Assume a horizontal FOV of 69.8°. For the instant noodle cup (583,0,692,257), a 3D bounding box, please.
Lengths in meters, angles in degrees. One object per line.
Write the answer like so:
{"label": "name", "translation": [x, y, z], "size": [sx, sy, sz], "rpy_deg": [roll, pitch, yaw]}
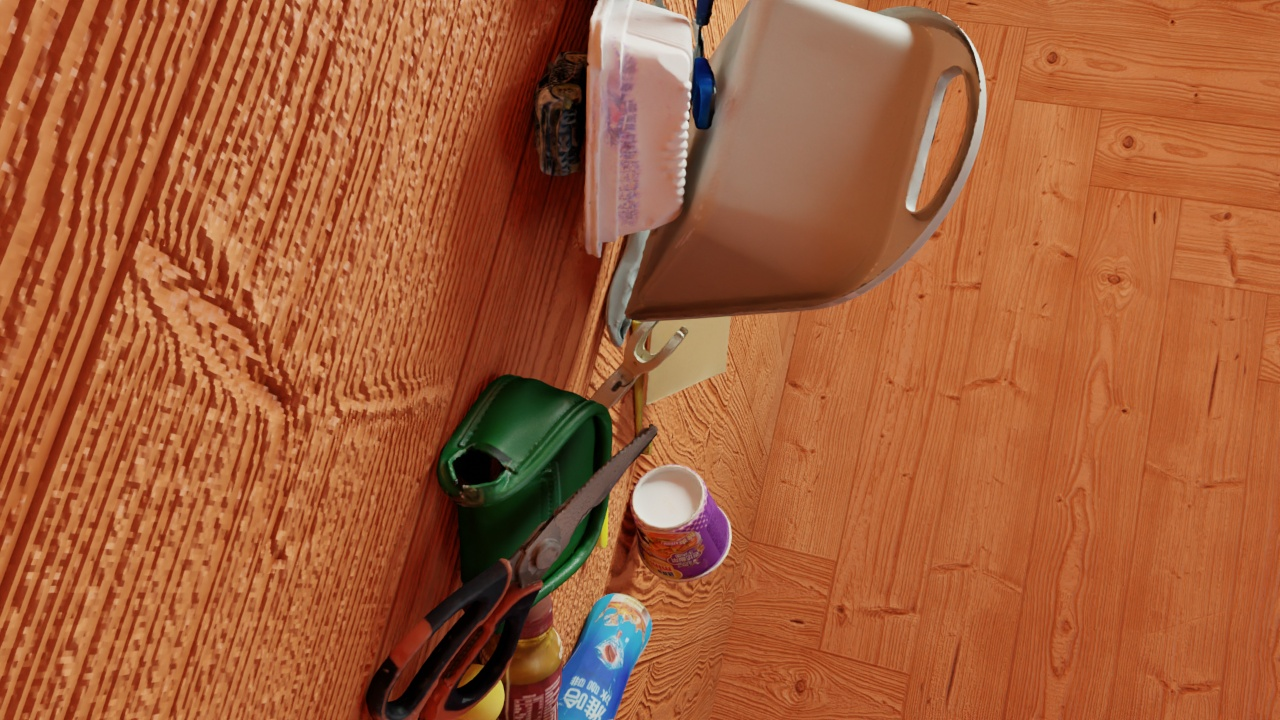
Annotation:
{"label": "instant noodle cup", "translation": [0.000, -0.154, 0.573], "size": [0.173, 0.060, 0.138], "rpy_deg": [-84, 177, -59]}

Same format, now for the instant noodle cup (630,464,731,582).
{"label": "instant noodle cup", "translation": [0.039, 0.175, 1.017], "size": [0.099, 0.112, 0.111], "rpy_deg": [68, 35, -50]}

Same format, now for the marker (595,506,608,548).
{"label": "marker", "translation": [-0.037, 0.119, 0.840], "size": [0.018, 0.015, 0.124], "rpy_deg": [-55, 151, -60]}

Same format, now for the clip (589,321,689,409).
{"label": "clip", "translation": [-0.003, 0.003, 0.766], "size": [0.101, 0.035, 0.076], "rpy_deg": [-51, 177, 19]}

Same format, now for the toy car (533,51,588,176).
{"label": "toy car", "translation": [-0.046, -0.145, 0.533], "size": [0.105, 0.031, 0.049], "rpy_deg": [-83, 179, -56]}

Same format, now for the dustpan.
{"label": "dustpan", "translation": [0.102, -0.128, 0.620], "size": [0.258, 0.142, 0.222], "rpy_deg": [143, -36, -79]}

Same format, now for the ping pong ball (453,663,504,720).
{"label": "ping pong ball", "translation": [-0.105, 0.211, 0.573], "size": [0.040, 0.040, 0.040], "rpy_deg": [12, 89, -76]}

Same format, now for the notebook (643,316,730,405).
{"label": "notebook", "translation": [0.054, -0.073, 0.905], "size": [0.149, 0.012, 0.212], "rpy_deg": [-20, 120, -52]}

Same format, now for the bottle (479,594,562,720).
{"label": "bottle", "translation": [-0.085, 0.237, 0.644], "size": [0.057, 0.057, 0.175], "rpy_deg": [-53, 151, -61]}

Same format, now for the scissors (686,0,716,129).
{"label": "scissors", "translation": [0.039, -0.204, 0.585], "size": [0.175, 0.012, 0.163], "rpy_deg": [-89, -178, -47]}

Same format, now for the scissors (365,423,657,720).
{"label": "scissors", "translation": [-0.058, 0.124, 0.520], "size": [0.209, 0.015, 0.177], "rpy_deg": [-19, 126, -36]}

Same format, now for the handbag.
{"label": "handbag", "translation": [-0.070, 0.084, 0.552], "size": [0.119, 0.068, 0.131], "rpy_deg": [-54, 153, -48]}

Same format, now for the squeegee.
{"label": "squeegee", "translation": [0.012, -0.126, 0.781], "size": [0.246, 0.039, 0.246], "rpy_deg": [38, 69, -54]}

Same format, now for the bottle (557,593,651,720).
{"label": "bottle", "translation": [-0.049, 0.302, 0.833], "size": [0.218, 0.065, 0.065], "rpy_deg": [-53, 151, -59]}

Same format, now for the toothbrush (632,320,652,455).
{"label": "toothbrush", "translation": [0.002, 0.030, 0.915], "size": [0.015, 0.017, 0.190], "rpy_deg": [-66, 162, -44]}
